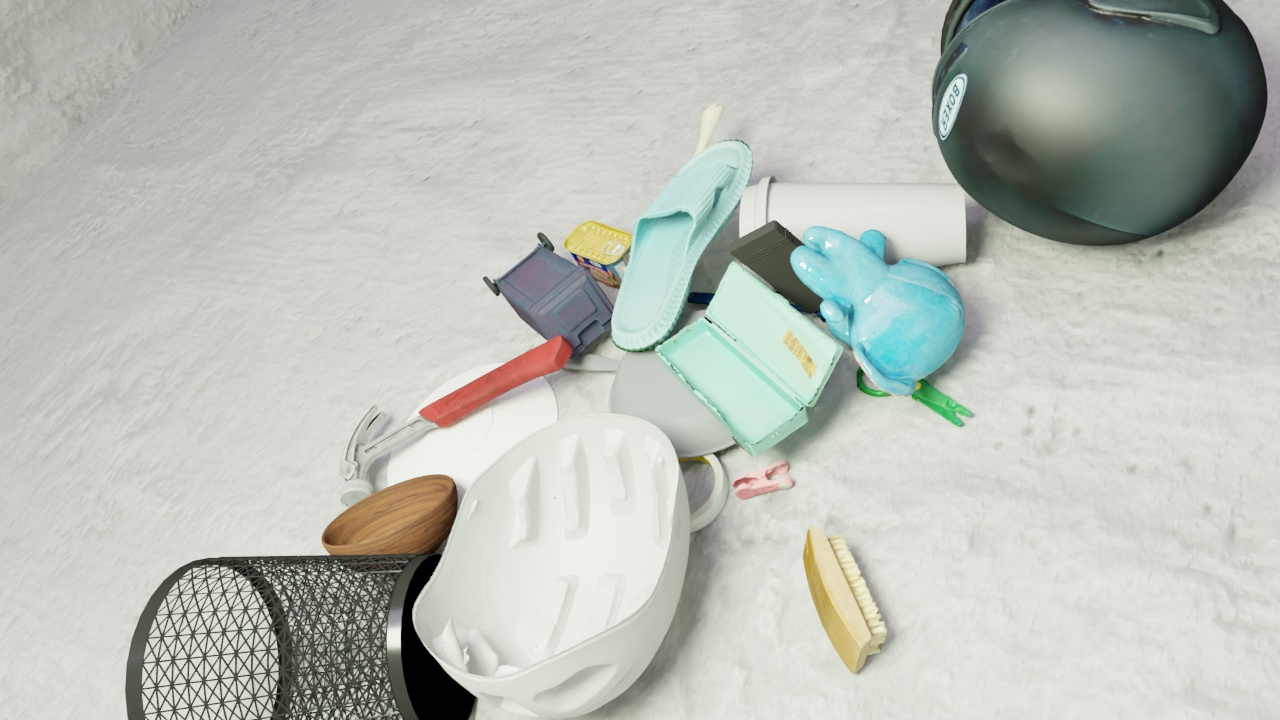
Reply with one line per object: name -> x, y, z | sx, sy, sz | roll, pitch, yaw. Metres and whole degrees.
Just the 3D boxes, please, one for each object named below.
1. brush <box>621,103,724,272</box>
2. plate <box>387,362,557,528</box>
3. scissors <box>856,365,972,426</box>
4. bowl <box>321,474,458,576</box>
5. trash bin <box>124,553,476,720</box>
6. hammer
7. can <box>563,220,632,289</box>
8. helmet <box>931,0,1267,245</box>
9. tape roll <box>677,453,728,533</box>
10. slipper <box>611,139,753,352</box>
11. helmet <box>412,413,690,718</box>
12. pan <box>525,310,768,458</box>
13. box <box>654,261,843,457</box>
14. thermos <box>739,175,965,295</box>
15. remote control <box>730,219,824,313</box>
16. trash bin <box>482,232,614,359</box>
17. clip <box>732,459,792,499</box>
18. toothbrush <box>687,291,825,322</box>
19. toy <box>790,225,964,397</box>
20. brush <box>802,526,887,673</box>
brush -> 0.051, -0.196, 1.115 | 0.062, 0.077, 0.271 | 9, 71, 40
plate -> -0.206, 0.088, 1.076 | 0.230, 0.030, 0.228 | -15, 48, 17
scissors -> 0.270, 0.022, 0.884 | 0.071, 0.014, 0.131 | -47, 46, -13
bowl -> -0.255, 0.187, 0.977 | 0.147, 0.069, 0.147 | -19, 15, 5
trash bin -> -0.294, 0.278, 0.856 | 0.243, 0.217, 0.216 | -11, 49, 12
hammer -> -0.217, 0.052, 1.058 | 0.316, 0.036, 0.126 | -28, 43, 14
can -> -0.042, -0.130, 1.146 | 0.100, 0.059, 0.053 | 25, 68, 40
helmet -> 0.393, -0.243, 0.852 | 0.316, 0.250, 0.235 | 39, 60, 23
tape roll -> 0.041, 0.129, 0.916 | 0.094, 0.019, 0.093 | -16, 47, 17
slipper -> 0.032, -0.138, 1.008 | 0.116, 0.069, 0.275 | 8, 68, 48
helmet -> -0.067, 0.173, 0.822 | 0.224, 0.184, 0.281 | -2, 60, 20
pan -> -0.006, 0.006, 1.023 | 0.357, 0.051, 0.200 | 11, 53, 34
box -> 0.105, -0.005, 0.901 | 0.138, 0.057, 0.187 | -46, 43, 4
thermos -> 0.224, -0.137, 0.970 | 0.222, 0.131, 0.131 | -2, 53, 18
remote control -> 0.153, -0.092, 0.923 | 0.058, 0.133, 0.013 | -24, 48, 38
trash bin -> -0.106, -0.077, 1.095 | 0.093, 0.092, 0.161 | -41, 32, -9
clip -> 0.118, 0.112, 0.887 | 0.060, 0.023, 0.044 | -3, 48, 25
toothbrush -> 0.135, -0.060, 1.023 | 0.190, 0.017, 0.016 | 9, 59, 35
toy -> 0.218, -0.051, 0.875 | 0.180, 0.115, 0.182 | 33, 55, 3
brush -> 0.169, 0.198, 0.770 | 0.039, 0.049, 0.117 | -9, 45, -8
